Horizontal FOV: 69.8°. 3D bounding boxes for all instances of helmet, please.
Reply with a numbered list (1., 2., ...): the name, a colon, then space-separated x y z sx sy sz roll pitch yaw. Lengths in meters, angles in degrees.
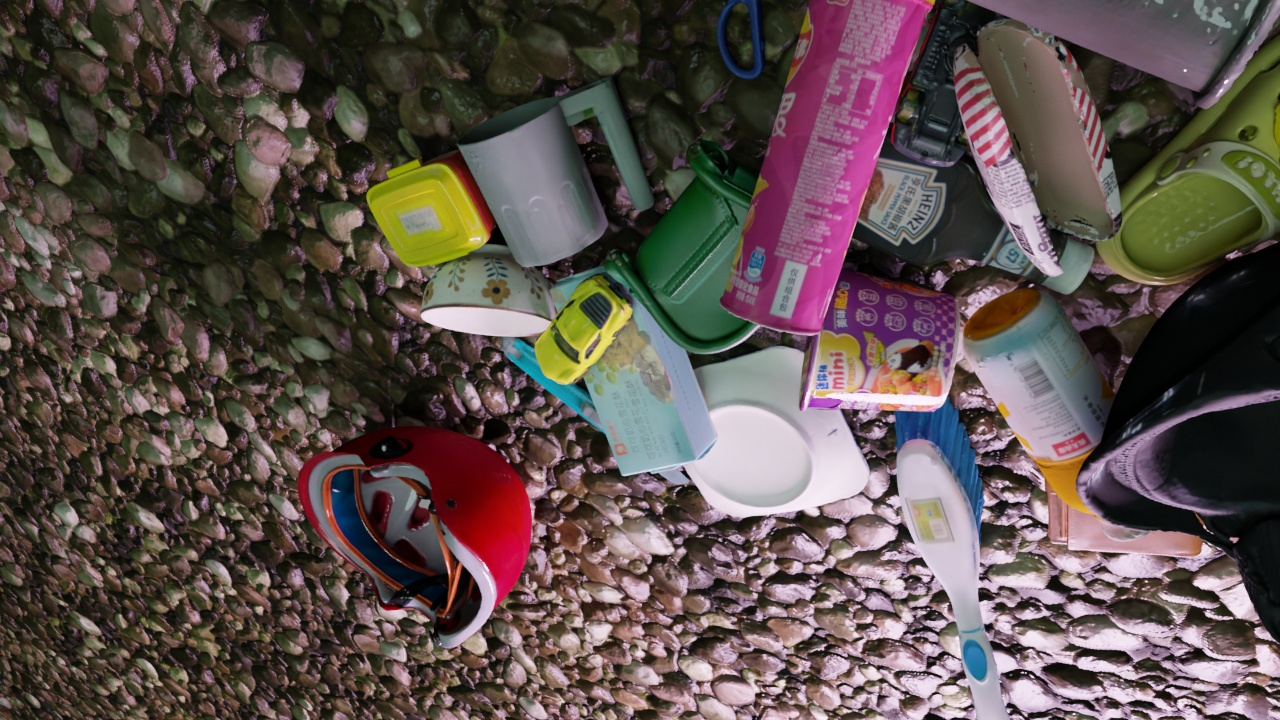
1. helmet: -0.206 0.149 0.908 0.240 0.143 0.207 25 130 25
2. helmet: 0.397 0.035 0.509 0.275 0.229 0.233 6 149 23

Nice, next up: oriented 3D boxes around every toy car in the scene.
1. toy car: -0.049 -0.020 0.715 0.048 0.032 0.105 46 125 7
2. toy car: 0.192 -0.180 0.558 0.053 0.045 0.121 21 107 1

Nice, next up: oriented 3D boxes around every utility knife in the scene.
1. utility knife: -0.043 0.047 0.844 0.221 0.013 0.029 38 129 -4

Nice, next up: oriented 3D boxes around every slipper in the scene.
1. slipper: 0.352 -0.104 0.527 0.091 0.081 0.191 35 132 -5

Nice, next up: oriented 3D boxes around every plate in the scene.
1. plate: 0.098 0.073 0.788 0.164 0.034 0.164 -17 113 32

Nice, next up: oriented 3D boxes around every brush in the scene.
1. brush: 0.260 0.179 0.741 0.061 0.109 0.315 -12 117 27

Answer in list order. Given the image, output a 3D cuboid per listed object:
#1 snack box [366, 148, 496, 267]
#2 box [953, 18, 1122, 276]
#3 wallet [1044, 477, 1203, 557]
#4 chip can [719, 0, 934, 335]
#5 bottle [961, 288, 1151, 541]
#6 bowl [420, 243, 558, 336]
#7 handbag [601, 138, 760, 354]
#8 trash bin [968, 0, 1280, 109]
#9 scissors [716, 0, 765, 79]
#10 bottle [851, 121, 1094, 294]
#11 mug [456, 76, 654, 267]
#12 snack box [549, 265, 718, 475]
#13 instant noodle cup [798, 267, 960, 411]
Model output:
1. snack box: -0.157 -0.128 0.732 0.091 0.079 0.082 -11 118 30
2. box: 0.213 -0.112 0.526 0.081 0.075 0.163 -45 130 0
3. wallet: 0.353 0.088 0.684 0.119 0.035 0.131 0 119 26
4. chip can: 0.110 -0.124 0.566 0.071 0.071 0.211 19 108 11
5. bottle: 0.291 0.041 0.623 0.068 0.067 0.189 -28 105 35
6. bowl: -0.122 -0.060 0.764 0.114 0.113 0.062 -1 78 24
7. handbag: 0.051 -0.078 0.664 0.120 0.067 0.132 34 120 -12
8. trash bin: 0.203 -0.257 0.423 0.220 0.198 0.199 23 129 15
9. scissors: 0.080 -0.261 0.582 0.162 0.012 0.176 17 126 14
10. bottle: 0.204 -0.100 0.617 0.195 0.043 0.080 25 121 5
11. mug: -0.060 -0.141 0.690 0.124 0.083 0.103 -20 116 6
12. snack box: -0.004 0.004 0.751 0.074 0.051 0.175 -16 100 30
13. instant noodle cup: 0.169 -0.011 0.657 0.099 0.111 0.112 9 125 9
